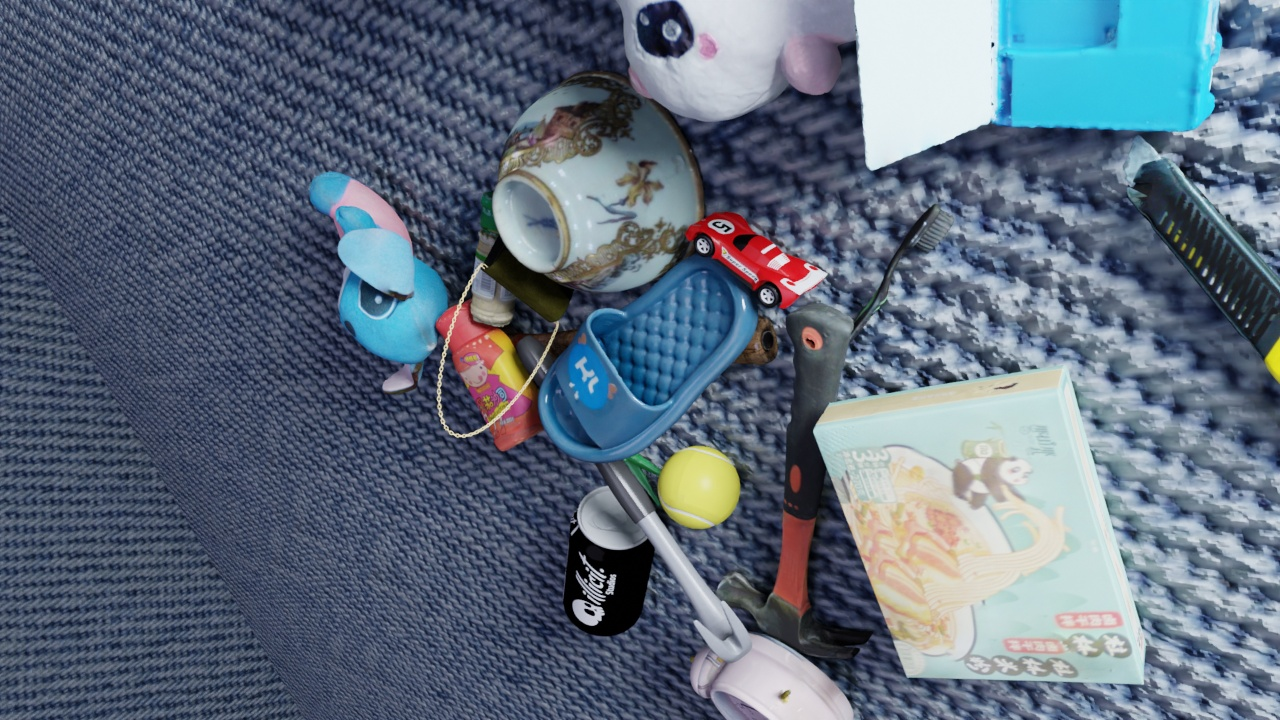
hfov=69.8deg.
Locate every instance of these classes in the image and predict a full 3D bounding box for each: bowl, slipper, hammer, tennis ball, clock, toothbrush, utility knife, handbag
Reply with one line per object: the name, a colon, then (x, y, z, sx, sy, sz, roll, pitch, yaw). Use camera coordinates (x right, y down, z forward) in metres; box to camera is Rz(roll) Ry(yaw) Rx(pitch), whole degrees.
bowl: (-0.045, -0.111, 0.644, 0.160, 0.093, 0.160, 28, 136, 31)
slipper: (-0.004, 0.004, 0.656, 0.214, 0.059, 0.103, -37, 69, 35)
hammer: (-0.009, 0.107, 0.740, 0.311, 0.029, 0.125, 54, 176, 10)
tennis ball: (0.046, 0.100, 0.727, 0.065, 0.065, 0.065, 28, 135, 32)
clock: (0.106, 0.292, 0.795, 0.117, 0.058, 0.158, 53, 151, -18)
toothbrush: (0.141, -0.027, 0.572, 0.017, 0.014, 0.188, 25, 140, 1)
utility knife: (0.276, -0.031, 0.416, 0.174, 0.020, 0.029, 52, 141, 3)
hammer: (0.117, 0.099, 0.669, 0.133, 0.033, 0.334, 27, 137, 33)
hammer: (-0.028, -0.020, 0.747, 0.331, 0.033, 0.120, -1, 115, 47)
handbag: (-0.103, -0.024, 0.697, 0.084, 0.177, 0.028, 38, 152, -30)

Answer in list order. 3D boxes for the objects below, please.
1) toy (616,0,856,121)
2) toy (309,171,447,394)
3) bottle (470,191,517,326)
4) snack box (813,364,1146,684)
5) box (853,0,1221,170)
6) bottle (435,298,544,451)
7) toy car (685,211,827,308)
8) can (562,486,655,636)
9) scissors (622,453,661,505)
toy: (0.063, -0.191, 0.459, 0.180, 0.101, 0.139, 10, 99, 43)
toy: (-0.246, -0.073, 0.873, 0.191, 0.098, 0.224, 58, 160, 27)
bottle: (-0.117, -0.084, 0.764, 0.043, 0.042, 0.110, 27, 119, 32)
snack box: (0.205, 0.106, 0.555, 0.142, 0.044, 0.193, -12, 108, 35)
box: (0.152, -0.199, 0.347, 0.114, 0.113, 0.244, 15, 128, 41)
bottle: (-0.131, 0.011, 0.814, 0.072, 0.048, 0.134, -29, 89, 52)
toy car: (0.074, -0.068, 0.593, 0.089, 0.038, 0.025, 41, 138, 18)
can: (-0.030, 0.191, 0.865, 0.080, 0.080, 0.146, 34, 138, 25)
scissors: (-0.022, 0.084, 0.833, 0.131, 0.012, 0.113, 57, 144, 0)
